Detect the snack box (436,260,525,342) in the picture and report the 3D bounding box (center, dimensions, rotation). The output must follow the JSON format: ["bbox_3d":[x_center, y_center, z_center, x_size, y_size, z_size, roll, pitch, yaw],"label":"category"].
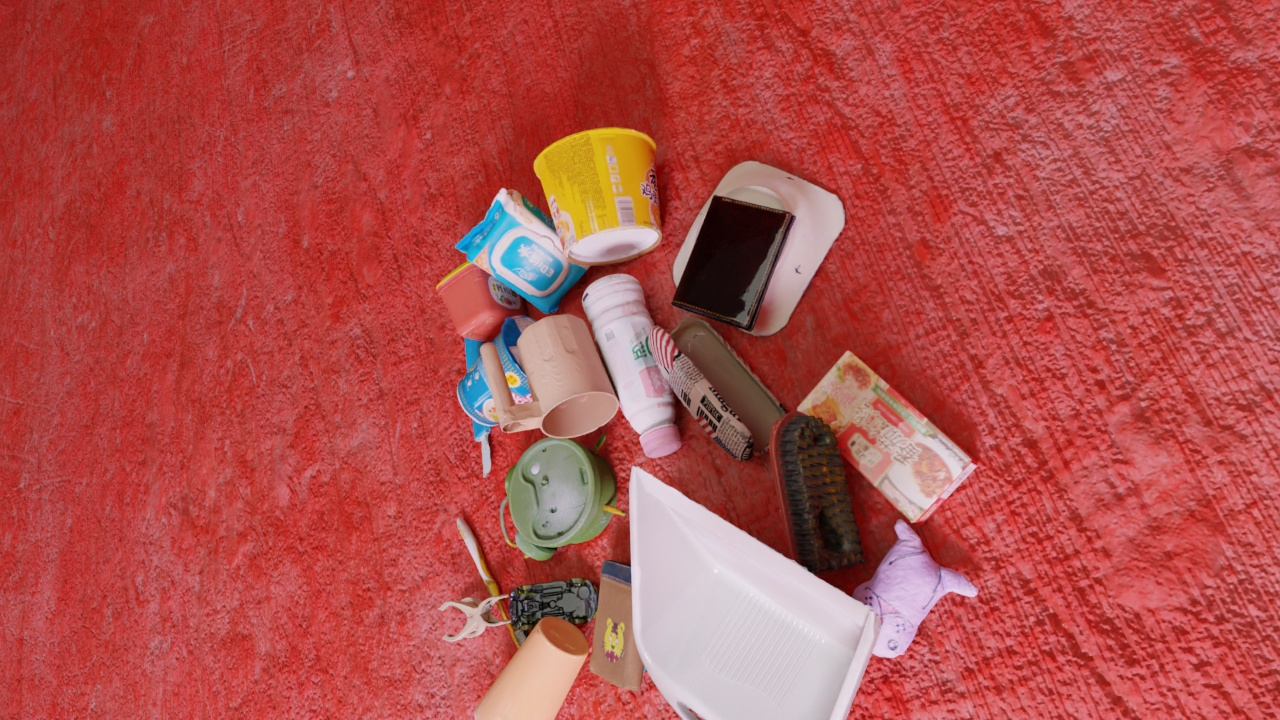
[{"bbox_3d":[-0.187,-0.068,1.101,0.082,0.091,0.080,-30,69,27],"label":"snack box"}]

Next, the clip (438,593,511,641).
[{"bbox_3d":[-0.186,0.271,1.023,0.105,0.034,0.082,-43,60,33],"label":"clip"}]

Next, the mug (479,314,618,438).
[{"bbox_3d":[-0.096,0.019,0.949,0.084,0.124,0.103,111,144,-51],"label":"mug"}]

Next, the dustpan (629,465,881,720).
[{"bbox_3d":[0.073,0.241,0.755,0.223,0.258,0.142,28,73,30],"label":"dustpan"}]

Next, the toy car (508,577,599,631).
[{"bbox_3d":[-0.090,0.259,0.973,0.105,0.032,0.048,-13,70,20],"label":"toy car"}]

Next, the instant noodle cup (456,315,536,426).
[{"bbox_3d":[-0.151,0.018,1.053,0.110,0.099,0.099,-39,57,31],"label":"instant noodle cup"}]

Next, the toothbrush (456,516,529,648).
[{"bbox_3d":[-0.167,0.250,1.041,0.018,0.016,0.191,-40,57,7],"label":"toothbrush"}]

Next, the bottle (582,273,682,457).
[{"bbox_3d":[-0.006,0.006,0.963,0.068,0.068,0.196,-30,63,25],"label":"bottle"}]

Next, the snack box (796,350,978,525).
[{"bbox_3d":[0.215,0.066,0.812,0.075,0.025,0.153,-51,55,13],"label":"snack box"}]

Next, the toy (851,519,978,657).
[{"bbox_3d":[0.217,0.200,0.765,0.084,0.039,0.108,41,101,27],"label":"toy"}]

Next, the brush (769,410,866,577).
[{"bbox_3d":[0.147,0.117,0.813,0.069,0.063,0.145,150,111,-67],"label":"brush"}]

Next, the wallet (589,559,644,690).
[{"bbox_3d":[-0.018,0.258,0.907,0.090,0.033,0.115,-9,72,61],"label":"wallet"}]

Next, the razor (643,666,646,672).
[{"bbox_3d":[0.027,0.253,0.892,0.133,0.043,0.028,-60,19,10],"label":"razor"}]

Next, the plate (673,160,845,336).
[{"bbox_3d":[0.110,-0.121,0.937,0.164,0.034,0.164,34,98,37],"label":"plate"}]

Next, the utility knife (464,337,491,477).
[{"bbox_3d":[-0.195,0.049,1.116,0.034,0.018,0.191,-27,63,40],"label":"utility knife"}]

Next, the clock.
[{"bbox_3d":[-0.094,0.150,0.991,0.162,0.056,0.116,-28,62,26],"label":"clock"}]

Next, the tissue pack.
[{"bbox_3d":[-0.129,-0.123,1.051,0.090,0.140,0.063,-48,25,14],"label":"tissue pack"}]

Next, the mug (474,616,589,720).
[{"bbox_3d":[-0.105,0.325,0.929,0.078,0.078,0.123,41,106,36],"label":"mug"}]

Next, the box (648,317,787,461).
[{"bbox_3d":[0.065,0.026,0.888,0.076,0.087,0.163,-46,66,20],"label":"box"}]

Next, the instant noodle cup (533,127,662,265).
[{"bbox_3d":[-0.039,-0.173,1.002,0.138,0.137,0.109,-19,75,30],"label":"instant noodle cup"}]

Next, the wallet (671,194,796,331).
[{"bbox_3d":[0.091,-0.099,0.910,0.096,0.020,0.122,21,89,33],"label":"wallet"}]
